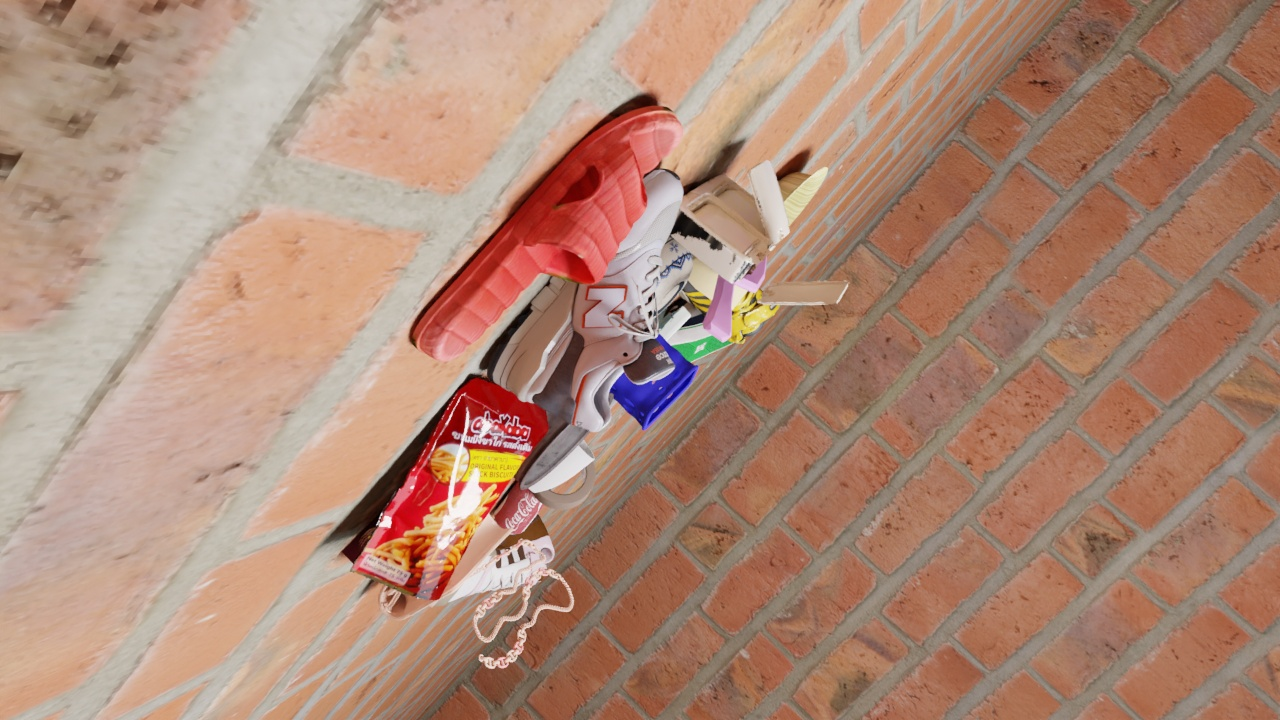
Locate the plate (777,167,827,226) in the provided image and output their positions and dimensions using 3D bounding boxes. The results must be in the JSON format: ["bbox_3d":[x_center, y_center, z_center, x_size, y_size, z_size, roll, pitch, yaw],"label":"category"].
[{"bbox_3d":[0.179,-0.202,1.257,0.184,0.036,0.184,-45,171,-10],"label":"plate"}]

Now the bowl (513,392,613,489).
[{"bbox_3d":[-0.103,0.068,1.018,0.144,0.067,0.145,-45,171,-10],"label":"bowl"}]

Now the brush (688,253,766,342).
[{"bbox_3d":[0.082,-0.085,0.955,0.043,0.089,0.228,-46,-163,35],"label":"brush"}]

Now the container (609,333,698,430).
[{"bbox_3d":[-0.006,0.006,1.050,0.085,0.113,0.084,-44,171,-17],"label":"container"}]

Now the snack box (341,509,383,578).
[{"bbox_3d":[-0.226,0.163,0.961,0.132,0.036,0.152,-46,171,-6],"label":"snack box"}]

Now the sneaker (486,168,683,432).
[{"bbox_3d":[-0.015,-0.038,0.784,0.240,0.124,0.088,-49,171,13],"label":"sneaker"}]

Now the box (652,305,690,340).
[{"bbox_3d":[-0.020,0.000,1.159,0.198,0.072,0.086,-45,152,-18],"label":"box"}]

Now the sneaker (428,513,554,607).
[{"bbox_3d":[-0.223,0.322,1.408,0.112,0.116,0.293,-50,170,21],"label":"sneaker"}]

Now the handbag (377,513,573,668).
[{"bbox_3d":[-0.208,0.291,1.107,0.117,0.187,0.198,-39,-178,26],"label":"handbag"}]

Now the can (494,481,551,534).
[{"bbox_3d":[-0.173,0.210,1.356,0.097,0.054,0.053,-52,170,29],"label":"can"}]

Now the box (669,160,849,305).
[{"bbox_3d":[0.128,-0.122,0.897,0.081,0.181,0.143,-54,175,33],"label":"box"}]

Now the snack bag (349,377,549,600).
[{"bbox_3d":[-0.173,0.115,0.853,0.208,0.067,0.139,-60,145,-1],"label":"snack bag"}]

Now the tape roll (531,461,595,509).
[{"bbox_3d":[-0.112,0.164,1.309,0.093,0.093,0.030,-43,170,-26],"label":"tape roll"}]

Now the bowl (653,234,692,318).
[{"bbox_3d":[0.006,-0.080,0.907,0.115,0.059,0.115,-45,171,-10],"label":"bowl"}]

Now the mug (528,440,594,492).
[{"bbox_3d":[-0.125,0.123,1.205,0.089,0.071,0.107,-39,144,2],"label":"mug"}]

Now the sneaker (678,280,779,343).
[{"bbox_3d":[0.112,-0.089,1.164,0.086,0.122,0.238,-48,172,-3],"label":"sneaker"}]

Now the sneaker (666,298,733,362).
[{"bbox_3d":[0.049,-0.042,1.287,0.234,0.079,0.084,-21,155,-30],"label":"sneaker"}]

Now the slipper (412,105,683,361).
[{"bbox_3d":[-0.052,-0.080,0.644,0.248,0.059,0.103,-45,171,-6],"label":"slipper"}]

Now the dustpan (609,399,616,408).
[{"bbox_3d":[-0.040,0.042,1.336,0.163,0.033,0.257,-49,180,11],"label":"dustpan"}]
